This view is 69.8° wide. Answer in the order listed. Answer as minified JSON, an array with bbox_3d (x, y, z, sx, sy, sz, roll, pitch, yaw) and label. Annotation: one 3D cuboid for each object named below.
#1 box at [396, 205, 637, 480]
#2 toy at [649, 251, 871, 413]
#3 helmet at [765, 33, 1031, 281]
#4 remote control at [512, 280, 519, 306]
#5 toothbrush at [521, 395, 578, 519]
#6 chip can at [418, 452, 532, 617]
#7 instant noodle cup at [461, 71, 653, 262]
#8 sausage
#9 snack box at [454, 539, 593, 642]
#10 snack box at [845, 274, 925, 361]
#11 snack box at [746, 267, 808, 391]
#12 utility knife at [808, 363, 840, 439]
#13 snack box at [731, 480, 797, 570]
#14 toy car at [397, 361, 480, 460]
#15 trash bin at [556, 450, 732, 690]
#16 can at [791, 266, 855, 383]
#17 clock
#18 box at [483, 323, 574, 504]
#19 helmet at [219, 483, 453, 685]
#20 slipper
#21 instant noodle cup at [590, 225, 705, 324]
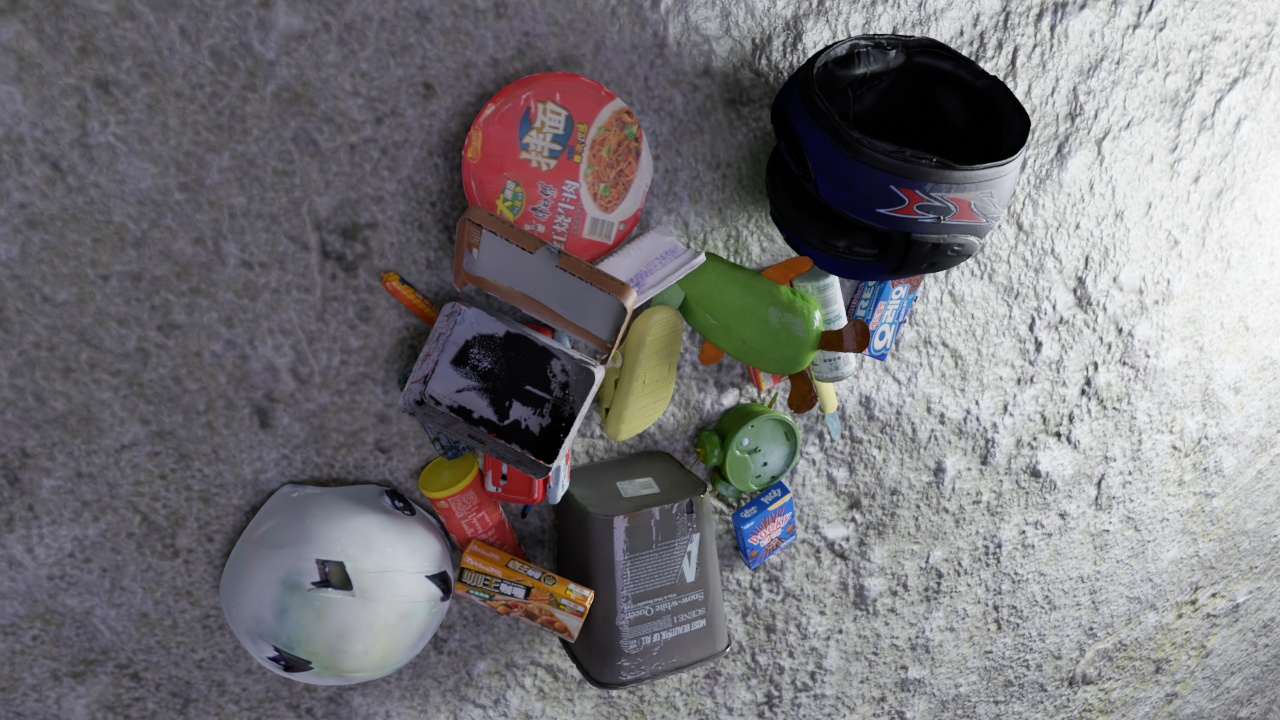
[{"bbox_3d":[-0.119,-0.016,0.914,0.179,0.130,0.273,27,124,2],"label":"box"},{"bbox_3d":[0.138,-0.048,1.085,0.246,0.089,0.228,32,133,-7],"label":"toy"},{"bbox_3d":[0.257,-0.205,1.017,0.314,0.247,0.241,-9,151,-29],"label":"helmet"},{"bbox_3d":[-0.106,-0.119,1.011,0.056,0.019,0.135,24,100,-33],"label":"remote control"},{"bbox_3d":[-0.109,0.113,1.119,0.016,0.014,0.190,19,104,-31],"label":"toothbrush"},{"bbox_3d":[-0.184,0.209,1.089,0.073,0.073,0.217,-30,122,-12],"label":"chip can"},{"bbox_3d":[-0.088,-0.192,0.942,0.193,0.066,0.194,-3,101,-15],"label":"instant noodle cup"},{"bbox_3d":[-0.218,-0.043,0.989,0.021,0.021,0.165,-47,124,-1],"label":"sausage"},{"bbox_3d":[-0.134,0.264,1.048,0.154,0.026,0.075,22,128,4],"label":"snack box"},{"bbox_3d":[0.331,-0.104,1.213,0.058,0.057,0.208,15,105,-28],"label":"snack box"},{"bbox_3d":[0.165,-0.040,1.178,0.075,0.025,0.153,-27,121,-14],"label":"snack box"},{"bbox_3d":[0.248,0.030,1.254,0.031,0.020,0.195,-29,114,-11],"label":"utility knife"},{"bbox_3d":[0.173,0.230,1.269,0.084,0.026,0.157,-33,146,-10],"label":"snack box"},{"bbox_3d":[-0.224,0.055,1.023,0.054,0.037,0.121,-30,112,-9],"label":"toy car"},{"bbox_3d":[-0.004,0.247,1.132,0.198,0.199,0.220,-10,110,-22],"label":"trash bin"},{"bbox_3d":[0.237,-0.047,1.181,0.058,0.058,0.147,-24,114,-15],"label":"can"},{"bbox_3d":[0.136,0.121,1.218,0.161,0.056,0.116,-32,122,-10],"label":"clock"},{"bbox_3d":[-0.115,0.058,1.044,0.101,0.095,0.201,-13,107,-68],"label":"box"},{"bbox_3d":[-0.315,0.261,1.004,0.258,0.146,0.229,24,100,-33],"label":"helmet"},{"bbox_3d":[-0.006,0.006,1.085,0.091,0.081,0.191,-16,136,-38],"label":"slipper"},{"bbox_3d":[-0.016,-0.093,0.992,0.138,0.173,0.060,-34,100,-9],"label":"instant noodle cup"}]
